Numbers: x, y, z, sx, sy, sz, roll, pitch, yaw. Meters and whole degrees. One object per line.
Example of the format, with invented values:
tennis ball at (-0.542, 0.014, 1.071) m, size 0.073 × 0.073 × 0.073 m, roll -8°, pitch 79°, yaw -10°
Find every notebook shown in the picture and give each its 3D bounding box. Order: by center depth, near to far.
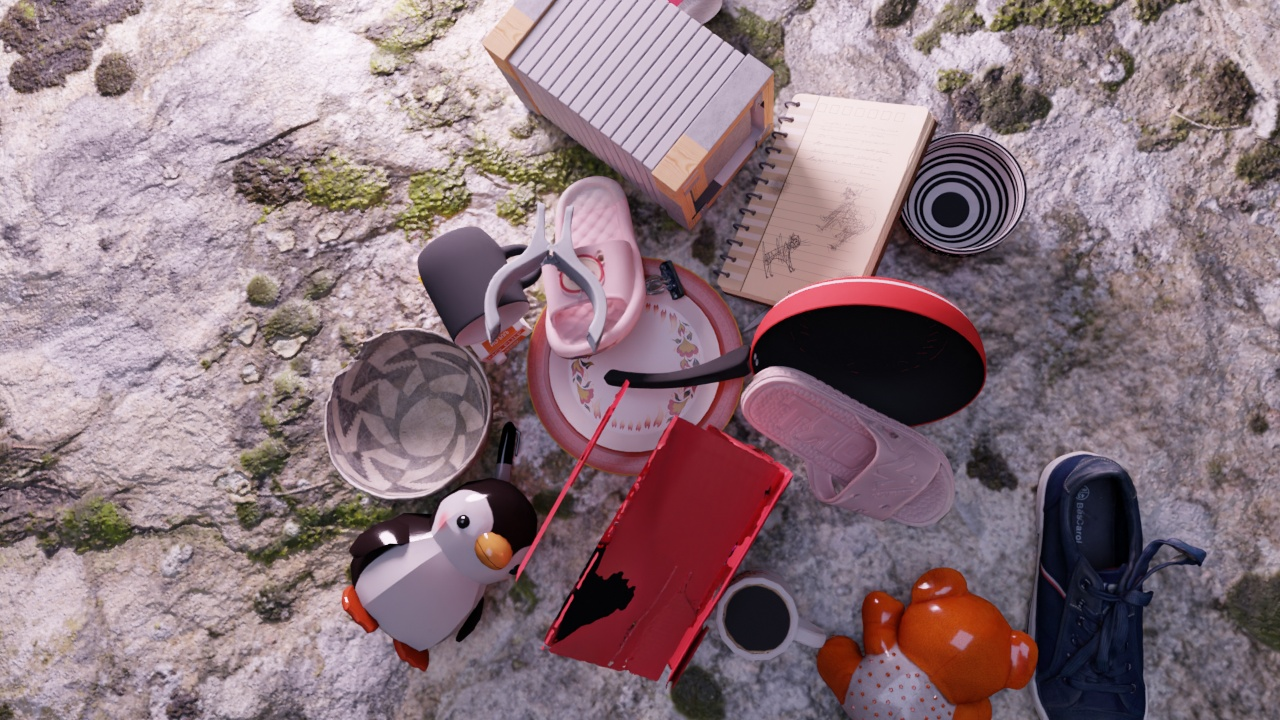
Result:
notebook at (0.178, -0.157, 0.919) m, size 0.168 × 0.024 × 0.225 m, roll 21°, pitch 87°, yaw 38°

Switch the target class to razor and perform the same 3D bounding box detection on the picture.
razor at (-0.027, -0.058, 0.950) m, size 0.144 × 0.022 × 0.042 m, roll -24°, pitch 80°, yaw 5°

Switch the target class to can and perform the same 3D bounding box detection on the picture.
can at (0.041, -0.420, 0.984) m, size 0.063 × 0.063 × 0.114 m, roll -25°, pitch 81°, yaw 5°

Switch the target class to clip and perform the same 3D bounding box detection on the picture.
clip at (-0.115, -0.077, 0.873) m, size 0.158 × 0.030 × 0.173 m, roll -9°, pitch 62°, yaw -14°

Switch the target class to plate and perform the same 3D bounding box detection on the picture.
plate at (-0.005, 0.005, 0.963) m, size 0.230 × 0.021 × 0.229 m, roll -1°, pitch 83°, yaw 8°

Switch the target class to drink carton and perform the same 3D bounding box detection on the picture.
drink carton at (-0.175, -0.057, 0.986) m, size 0.058 × 0.040 × 0.122 m, roll -40°, pitch 80°, yaw 2°

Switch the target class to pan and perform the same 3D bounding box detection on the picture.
pan at (0.138, -0.001, 0.871) m, size 0.357 × 0.209 × 0.067 m, roll 1°, pitch 57°, yaw 20°

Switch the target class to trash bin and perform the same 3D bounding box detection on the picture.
trash bin at (-0.005, -0.277, 0.934) m, size 0.247 × 0.142 × 0.142 m, roll 39°, pitch 90°, yaw 11°

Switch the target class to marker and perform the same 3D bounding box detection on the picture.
marker at (-0.145, 0.134, 0.973) m, size 0.022 × 0.016 × 0.138 m, roll 6°, pitch 86°, yaw 3°

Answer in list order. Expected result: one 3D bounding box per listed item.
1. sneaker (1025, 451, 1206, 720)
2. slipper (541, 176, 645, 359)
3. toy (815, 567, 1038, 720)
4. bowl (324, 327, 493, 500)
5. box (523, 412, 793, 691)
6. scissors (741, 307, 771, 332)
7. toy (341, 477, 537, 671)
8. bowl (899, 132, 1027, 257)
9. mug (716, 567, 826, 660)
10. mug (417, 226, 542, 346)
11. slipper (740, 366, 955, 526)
sneaker at (0.420, 0.230, 0.825) m, size 0.121 × 0.127 × 0.294 m, roll 0°, pitch 86°, yaw 9°
slipper at (-0.050, -0.101, 0.937) m, size 0.107 × 0.056 × 0.221 m, roll -11°, pitch 59°, yaw 16°
toy at (0.271, 0.286, 0.862) m, size 0.164 × 0.092 × 0.173 m, roll 44°, pitch 103°, yaw 13°
bowl at (-0.231, 0.062, 0.959) m, size 0.178 × 0.081 × 0.178 m, roll -3°, pitch 75°, yaw 9°
box at (0.041, 0.165, 0.787) m, size 0.121 × 0.318 × 0.211 m, roll 31°, pitch 92°, yaw 12°
scissors at (0.170, -0.080, 0.948) m, size 0.123 × 0.019 × 0.148 m, roll 9°, pitch 90°, yaw 5°
toy at (-0.189, 0.188, 0.921) m, size 0.184 × 0.140 × 0.159 m, roll -38°, pitch 118°, yaw 4°
bowl at (0.313, -0.157, 0.912) m, size 0.120 × 0.066 × 0.120 m, roll -1°, pitch 83°, yaw 8°
mug at (0.127, 0.247, 0.881) m, size 0.105 × 0.089 × 0.073 m, roll 21°, pitch 87°, yaw 10°
mug at (-0.155, -0.083, 0.929) m, size 0.121 × 0.085 × 0.094 m, roll -25°, pitch 79°, yaw -24°
slipper at (0.197, 0.092, 0.851) m, size 0.239 × 0.064 × 0.094 m, roll 32°, pitch 126°, yaw -13°
